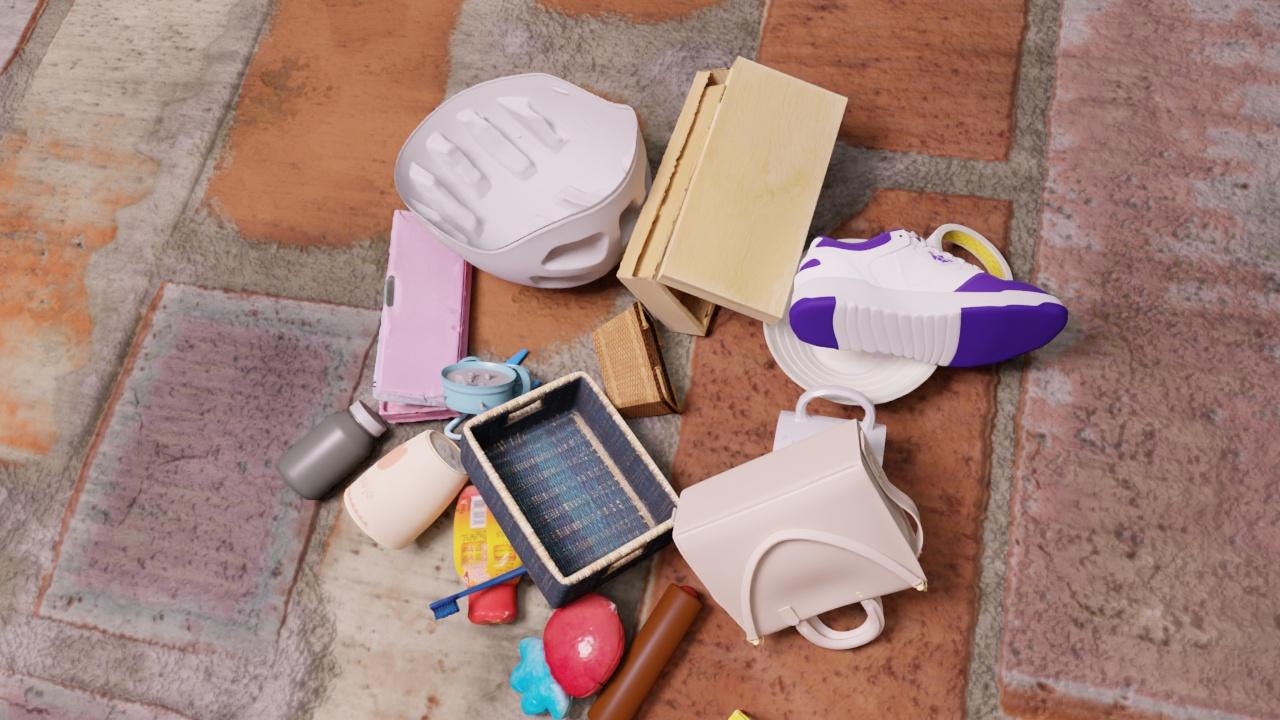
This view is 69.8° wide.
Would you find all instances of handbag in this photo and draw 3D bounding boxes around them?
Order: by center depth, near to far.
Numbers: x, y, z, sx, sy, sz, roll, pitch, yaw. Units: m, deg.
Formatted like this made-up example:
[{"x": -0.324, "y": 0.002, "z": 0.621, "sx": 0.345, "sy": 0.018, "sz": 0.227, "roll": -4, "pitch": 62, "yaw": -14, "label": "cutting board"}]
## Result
[{"x": 0.154, "y": 0.176, "z": 0.803, "sx": 0.195, "sy": 0.101, "sz": 0.198, "roll": -25, "pitch": 109, "yaw": 20, "label": "handbag"}]

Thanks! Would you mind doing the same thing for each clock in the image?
[{"x": -0.155, "y": 0.019, "z": 0.930, "sx": 0.087, "sy": 0.123, "sz": 0.042, "roll": 11, "pitch": 109, "yaw": 17, "label": "clock"}]

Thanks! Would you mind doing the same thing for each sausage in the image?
[{"x": 0.006, "y": 0.277, "z": 0.852, "sx": 0.040, "sy": 0.040, "sz": 0.155, "roll": 31, "pitch": 79, "yaw": 19, "label": "sausage"}]

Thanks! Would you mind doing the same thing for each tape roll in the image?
[{"x": 0.325, "y": -0.094, "z": 0.909, "sx": 0.094, "sy": 0.019, "sz": 0.093, "roll": 14, "pitch": 51, "yaw": -18, "label": "tape roll"}]

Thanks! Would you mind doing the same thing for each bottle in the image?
[{"x": -0.147, "y": 0.191, "z": 0.906, "sx": 0.071, "sy": 0.048, "sz": 0.134, "roll": -6, "pitch": 69, "yaw": 4, "label": "bottle"}, {"x": -0.325, "y": 0.094, "z": 0.971, "sx": 0.108, "sy": 0.060, "sz": 0.060, "roll": -42, "pitch": 68, "yaw": -6, "label": "bottle"}]

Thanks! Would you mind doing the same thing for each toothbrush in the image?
[{"x": -0.108, "y": 0.203, "z": 0.875, "sx": 0.189, "sy": 0.016, "sz": 0.017, "roll": -19, "pitch": 86, "yaw": -22, "label": "toothbrush"}]

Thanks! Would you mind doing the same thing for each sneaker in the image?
[{"x": 0.260, "y": -0.067, "z": 0.849, "sx": 0.244, "sy": 0.092, "sz": 0.111, "roll": 5, "pitch": 56, "yaw": 2, "label": "sneaker"}]

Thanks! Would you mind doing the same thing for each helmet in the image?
[{"x": -0.125, "y": -0.190, "z": 0.968, "sx": 0.282, "sy": 0.184, "sz": 0.223, "roll": 26, "pitch": 62, "yaw": 13, "label": "helmet"}]

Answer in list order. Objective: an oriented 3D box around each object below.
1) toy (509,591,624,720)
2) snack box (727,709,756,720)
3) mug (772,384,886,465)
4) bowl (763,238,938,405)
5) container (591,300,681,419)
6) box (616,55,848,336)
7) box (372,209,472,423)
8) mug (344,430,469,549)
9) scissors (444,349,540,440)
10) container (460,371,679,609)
[{"x": -0.067, "y": 0.277, "z": 0.856, "sx": 0.133, "sy": 0.062, "sz": 0.092, "roll": -45, "pitch": 40, "yaw": 12, "label": "toy"}, {"x": 0.034, "y": 0.385, "z": 0.777, "sx": 0.042, "sy": 0.092, "sz": 0.200, "roll": 40, "pitch": 81, "yaw": 21, "label": "snack box"}, {"x": 0.176, "y": 0.078, "z": 0.854, "sx": 0.096, "sy": 0.082, "sz": 0.120, "roll": 8, "pitch": 116, "yaw": 13, "label": "mug"}, {"x": 0.210, "y": -0.030, "z": 0.911, "sx": 0.177, "sy": 0.058, "sz": 0.176, "roll": -2, "pitch": 69, "yaw": 5, "label": "bowl"}, {"x": -0.006, "y": 0.006, "z": 0.944, "sx": 0.061, "sy": 0.063, "sz": 0.114, "roll": -20, "pitch": 67, "yaw": 11, "label": "container"}, {"x": 0.087, "y": -0.165, "z": 0.922, "sx": 0.180, "sy": 0.142, "sz": 0.248, "roll": -2, "pitch": 64, "yaw": 51, "label": "box"}, {"x": -0.236, "y": -0.055, "z": 0.991, "sx": 0.099, "sy": 0.080, "sz": 0.232, "roll": -5, "pitch": 65, "yaw": 11, "label": "box"}, {"x": -0.230, "y": 0.118, "z": 0.930, "sx": 0.104, "sy": 0.085, "sz": 0.111, "roll": -41, "pitch": 27, "yaw": 9, "label": "mug"}, {"x": -0.166, "y": 0.039, "z": 0.985, "sx": 0.131, "sy": 0.018, "sz": 0.109, "roll": -8, "pitch": 71, "yaw": 9, "label": "scissors"}, {"x": -0.068, "y": 0.121, "z": 0.880, "sx": 0.145, "sy": 0.071, "sz": 0.187, "roll": -25, "pitch": 65, "yaw": -27, "label": "container"}]
